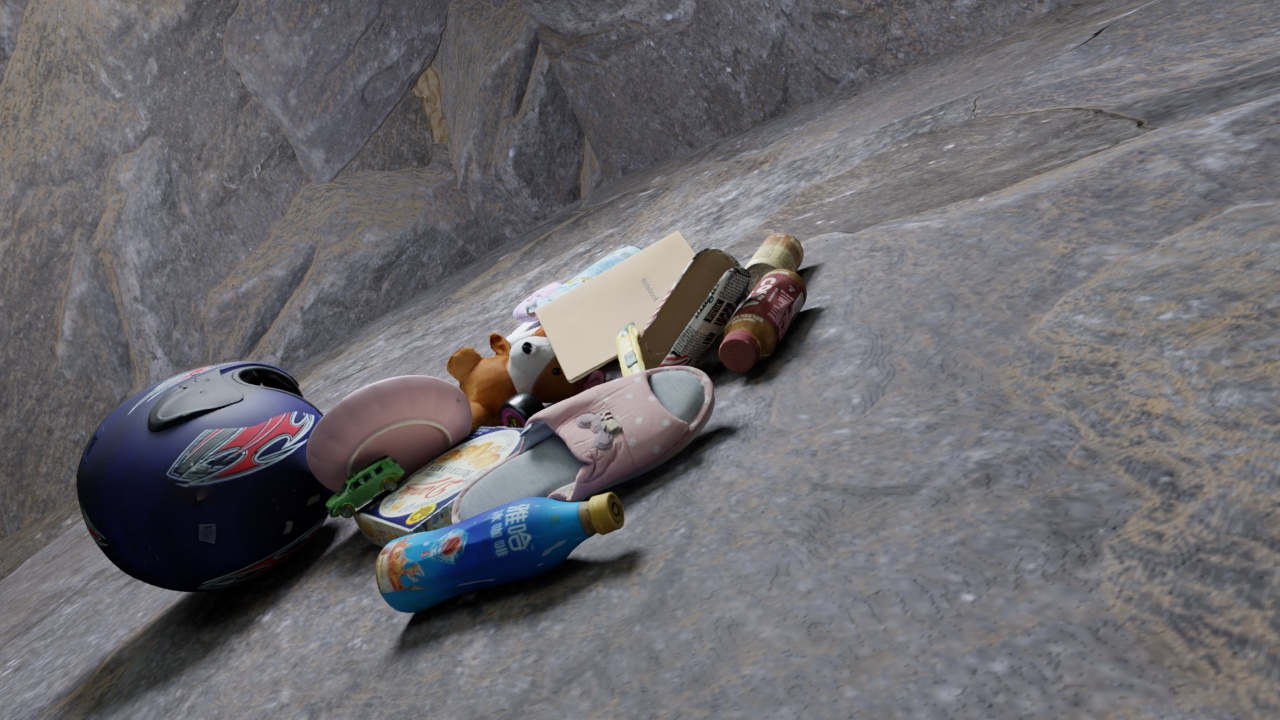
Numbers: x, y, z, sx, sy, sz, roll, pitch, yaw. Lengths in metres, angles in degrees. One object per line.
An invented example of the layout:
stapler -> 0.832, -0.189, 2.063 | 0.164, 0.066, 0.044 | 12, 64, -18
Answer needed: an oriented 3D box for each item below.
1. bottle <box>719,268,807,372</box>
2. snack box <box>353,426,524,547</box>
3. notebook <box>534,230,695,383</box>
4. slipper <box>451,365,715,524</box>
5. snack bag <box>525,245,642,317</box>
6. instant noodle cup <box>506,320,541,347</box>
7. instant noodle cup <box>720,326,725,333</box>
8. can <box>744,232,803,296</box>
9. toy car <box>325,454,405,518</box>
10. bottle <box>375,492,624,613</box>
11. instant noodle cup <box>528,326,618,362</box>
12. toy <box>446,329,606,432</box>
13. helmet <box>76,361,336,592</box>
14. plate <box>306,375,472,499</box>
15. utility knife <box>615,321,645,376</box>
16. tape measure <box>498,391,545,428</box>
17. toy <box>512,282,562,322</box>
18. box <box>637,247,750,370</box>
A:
bottle -> 0.132, -0.043, 0.996 | 0.058, 0.057, 0.174 | -17, 18, 33
snack box -> -0.191, 0.135, 0.971 | 0.182, 0.046, 0.178 | -35, 17, -30
notebook -> -0.017, -0.068, 1.101 | 0.207, 0.008, 0.147 | -29, 45, -1
slipper -> -0.057, 0.080, 0.849 | 0.274, 0.054, 0.114 | -30, 45, -3
snack bag -> -0.077, -0.110, 1.303 | 0.110, 0.039, 0.190 | -3, 24, 39
instant noodle cup -> -0.141, -0.044, 1.450 | 0.138, 0.060, 0.173 | -17, 16, 31
instant noodle cup -> 0.045, -0.066, 1.151 | 0.121, 0.111, 0.111 | -1, 29, 42
can -> 0.171, -0.121, 1.184 | 0.059, 0.058, 0.116 | -18, 17, 29
toy car -> -0.300, 0.138, 0.995 | 0.091, 0.036, 0.043 | -37, 17, -23
bottle -> -0.114, 0.153, 0.752 | 0.219, 0.065, 0.065 | -20, 17, 21
instant noodle cup -> -0.061, -0.047, 1.288 | 0.189, 0.079, 0.164 | -14, 19, 36
toy -> -0.145, 0.013, 1.162 | 0.200, 0.140, 0.130 | -17, -24, 6
helmet -> -0.481, 0.134, 1.095 | 0.241, 0.248, 0.314 | 13, 30, 26
plate -> -0.279, 0.099, 1.050 | 0.192, 0.193, 0.039 | -29, 54, -8
utility knife -> -0.006, 0.006, 0.978 | 0.031, 0.021, 0.198 | -36, 30, 10
tape measure -> -0.136, 0.066, 1.083 | 0.039, 0.057, 0.058 | -37, 10, -37
toy -> -0.149, -0.090, 1.424 | 0.107, 0.039, 0.084 | -34, 25, -29
box -> 0.060, -0.039, 1.000 | 0.163, 0.076, 0.087 | -54, 20, 15
